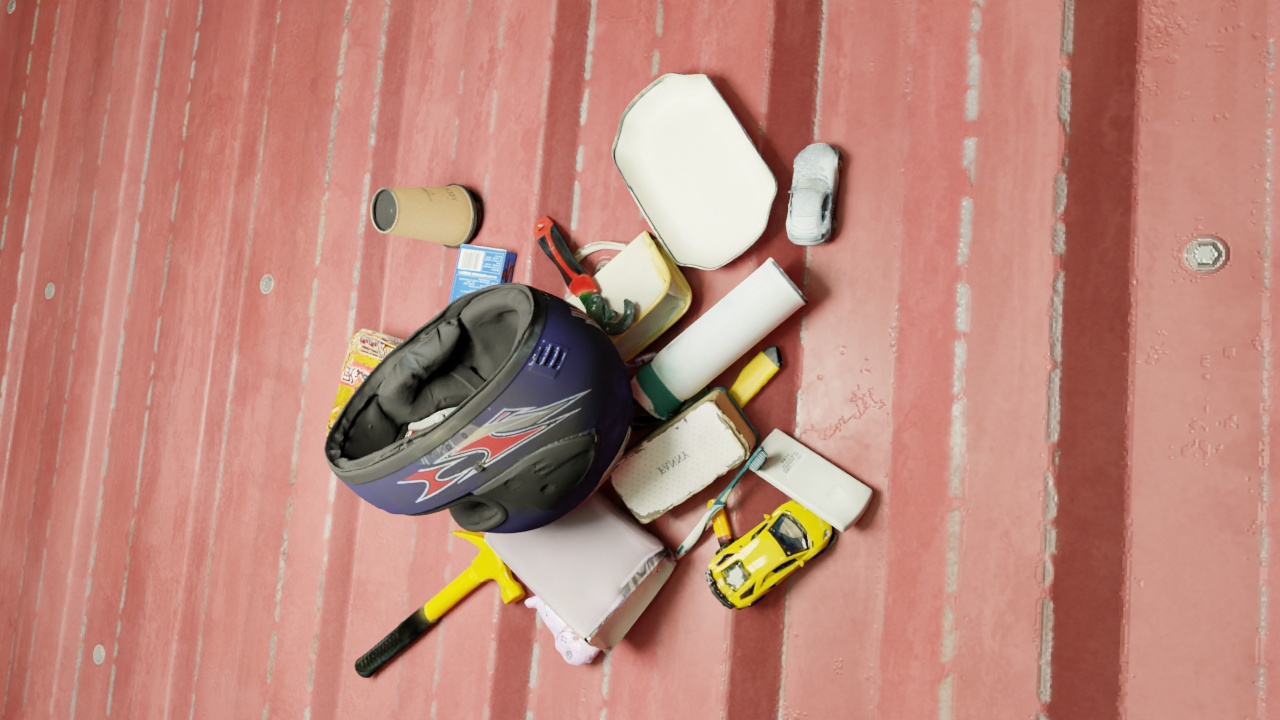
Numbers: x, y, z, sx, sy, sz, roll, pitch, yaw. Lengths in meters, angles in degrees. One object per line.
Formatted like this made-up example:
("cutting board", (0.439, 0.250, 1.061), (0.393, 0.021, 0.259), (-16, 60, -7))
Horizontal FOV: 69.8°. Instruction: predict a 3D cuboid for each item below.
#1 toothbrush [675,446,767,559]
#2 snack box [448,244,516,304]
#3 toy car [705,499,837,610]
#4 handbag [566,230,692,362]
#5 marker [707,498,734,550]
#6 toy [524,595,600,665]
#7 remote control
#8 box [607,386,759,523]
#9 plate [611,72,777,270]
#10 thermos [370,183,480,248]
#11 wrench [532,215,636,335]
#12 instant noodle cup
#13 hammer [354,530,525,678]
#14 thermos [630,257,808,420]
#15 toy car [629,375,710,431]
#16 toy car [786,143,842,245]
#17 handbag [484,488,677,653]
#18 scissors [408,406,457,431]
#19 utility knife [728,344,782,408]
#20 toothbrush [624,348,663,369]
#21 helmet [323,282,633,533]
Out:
("toothbrush", (0.091, 0.168, 1.047), (0.018, 0.016, 0.192), (45, 121, 22))
("snack box", (-0.229, -0.080, 1.284), (0.085, 0.026, 0.157), (11, 89, 31))
("toy car", (0.143, 0.211, 1.015), (0.156, 0.041, 0.071), (-38, 68, 8))
("handbag", (-0.030, -0.091, 1.162), (0.164, 0.063, 0.178), (-40, 51, 19))
("marker", (0.103, 0.220, 1.060), (0.018, 0.015, 0.123), (-24, 74, 28))
("toy", (-0.084, 0.324, 1.138), (0.084, 0.039, 0.108), (-32, 65, -1))
("remote control", (0.186, 0.131, 1.010), (0.135, 0.019, 0.056), (33, 73, 29))
("box", (0.052, 0.107, 1.062), (0.185, 0.062, 0.090), (-34, 90, 20))
("plate", (0.068, -0.232, 1.131), (0.162, 0.034, 0.265), (-38, 67, 21))
("thermos", (-0.299, -0.206, 1.283), (0.093, 0.143, 0.093), (3, 94, 39))
("wrench", (-0.081, -0.111, 1.167), (0.056, 0.016, 0.273), (-50, 45, 10))
("instant noodle cup", (-0.358, 0.060, 1.309), (0.165, 0.079, 0.189), (16, 90, 31))
("hammer", (-0.287, 0.343, 1.255), (0.301, 0.032, 0.128), (-41, 65, 18))
("thermos", (0.083, -0.022, 1.054), (0.224, 0.073, 0.073), (-40, 65, 9))
("toy car", (0.010, 0.047, 1.122), (0.158, 0.042, 0.070), (-12, 78, 25))
("toy car", (0.198, -0.190, 1.051), (0.054, 0.036, 0.120), (5, 82, 31))
("handbag", (-0.070, 0.230, 1.108), (0.197, 0.098, 0.145), (37, 86, 30))
("scissors", (-0.237, 0.099, 1.233), (0.177, 0.019, 0.169), (-11, 87, -1))
("utility knife", (0.107, 0.050, 1.080), (0.174, 0.015, 0.033), (-49, 57, 17))
("toothbrush", (-0.007, 0.007, 1.126), (0.188, 0.016, 0.017), (-21, 54, 10))
("helmet", (-0.155, 0.077, 1.025), (0.315, 0.240, 0.247), (-38, 36, 1))
